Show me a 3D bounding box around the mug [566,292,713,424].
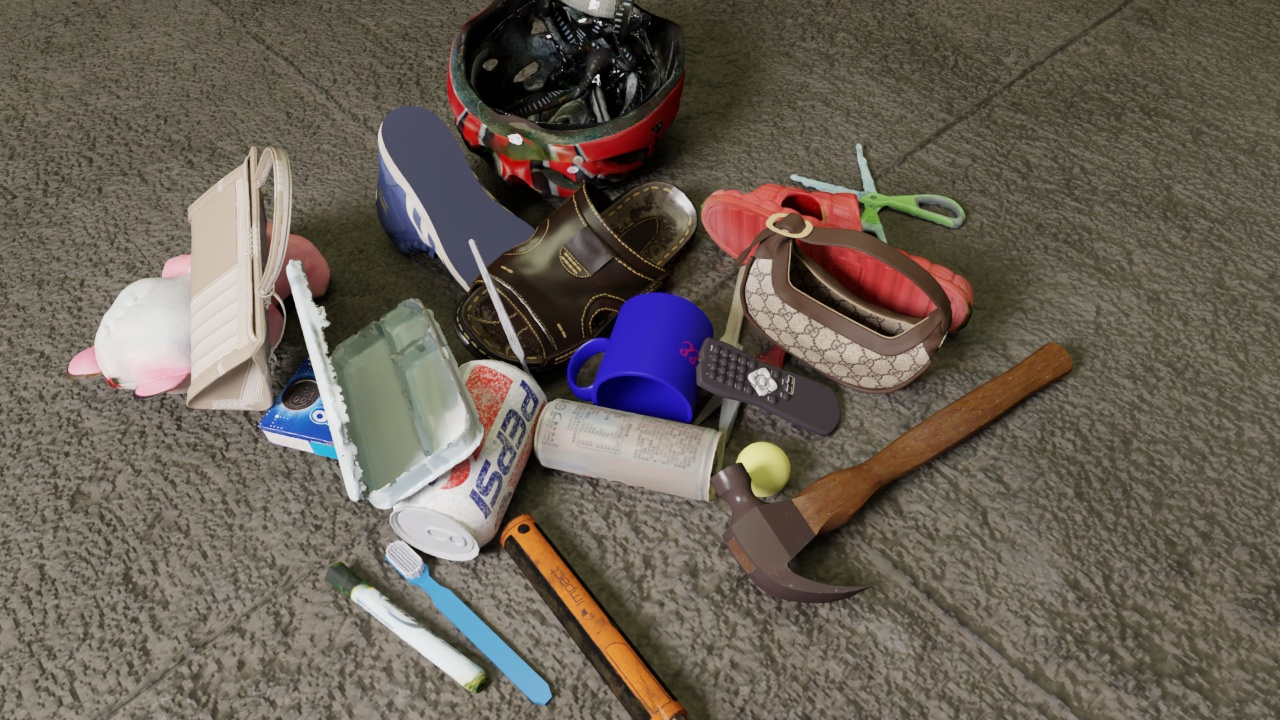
[{"bbox_3d":[-0.004,0.004,0.724,0.111,0.079,0.083,0,48,22],"label":"mug"}]

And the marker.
[{"bbox_3d":[-0.161,0.180,0.625,0.146,0.017,0.017,27,57,25],"label":"marker"}]

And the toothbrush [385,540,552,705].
[{"bbox_3d":[-0.120,0.176,0.626,0.167,0.014,0.016,34,60,28],"label":"toothbrush"}]

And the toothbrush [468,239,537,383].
[{"bbox_3d":[-0.100,-0.020,0.682,0.010,0.182,0.010,13,55,23],"label":"toothbrush"}]

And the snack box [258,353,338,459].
[{"bbox_3d":[-0.222,0.043,0.741,0.150,0.027,0.082,9,50,14],"label":"snack box"}]

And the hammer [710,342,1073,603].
[{"bbox_3d":[0.199,0.065,0.663,0.322,0.033,0.115,-27,72,-23],"label":"hammer"}]

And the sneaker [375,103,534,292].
[{"bbox_3d":[-0.169,-0.106,0.844,0.091,0.119,0.233,-39,91,-31],"label":"sneaker"}]

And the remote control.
[{"bbox_3d":[0.100,0.021,0.703,0.124,0.009,0.046,22,55,-13],"label":"remote control"}]

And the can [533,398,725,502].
[{"bbox_3d":[-0.008,0.066,0.683,0.136,0.054,0.054,11,51,14],"label":"can"}]

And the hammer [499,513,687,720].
[{"bbox_3d":[0.014,0.204,0.576,0.137,0.035,0.314,-32,53,-20],"label":"hammer"}]

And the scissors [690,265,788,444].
[{"bbox_3d":[0.095,-0.011,0.766,0.187,0.015,0.179,-16,51,-8],"label":"scissors"}]

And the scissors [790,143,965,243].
[{"bbox_3d":[0.219,-0.150,0.872,0.171,0.023,0.167,18,59,22],"label":"scissors"}]

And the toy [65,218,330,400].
[{"bbox_3d":[-0.382,-0.046,0.796,0.142,0.084,0.212,21,52,22],"label":"toy"}]

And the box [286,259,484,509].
[{"bbox_3d":[-0.204,-0.002,0.645,0.106,0.124,0.215,-39,38,-1],"label":"box"}]

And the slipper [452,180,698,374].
[{"bbox_3d":[-0.041,-0.083,0.779,0.267,0.076,0.113,-39,87,-31],"label":"slipper"}]

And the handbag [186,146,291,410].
[{"bbox_3d":[-0.290,-0.081,0.681,0.062,0.199,0.175,4,63,-33],"label":"handbag"}]

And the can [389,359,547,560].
[{"bbox_3d":[-0.124,0.071,0.675,0.078,0.078,0.135,9,51,13],"label":"can"}]

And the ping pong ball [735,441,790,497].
[{"bbox_3d":[0.089,0.080,0.671,0.040,0.040,0.040,-3,49,3],"label":"ping pong ball"}]

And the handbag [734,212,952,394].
[{"bbox_3d":[0.153,-0.050,0.701,0.166,0.139,0.063,33,59,6],"label":"handbag"}]

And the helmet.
[{"bbox_3d":[-0.072,-0.258,0.890,0.217,0.167,0.271,20,47,6],"label":"helmet"}]

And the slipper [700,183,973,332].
[{"bbox_3d":[0.167,-0.100,0.779,0.249,0.103,0.059,24,70,21],"label":"slipper"}]
